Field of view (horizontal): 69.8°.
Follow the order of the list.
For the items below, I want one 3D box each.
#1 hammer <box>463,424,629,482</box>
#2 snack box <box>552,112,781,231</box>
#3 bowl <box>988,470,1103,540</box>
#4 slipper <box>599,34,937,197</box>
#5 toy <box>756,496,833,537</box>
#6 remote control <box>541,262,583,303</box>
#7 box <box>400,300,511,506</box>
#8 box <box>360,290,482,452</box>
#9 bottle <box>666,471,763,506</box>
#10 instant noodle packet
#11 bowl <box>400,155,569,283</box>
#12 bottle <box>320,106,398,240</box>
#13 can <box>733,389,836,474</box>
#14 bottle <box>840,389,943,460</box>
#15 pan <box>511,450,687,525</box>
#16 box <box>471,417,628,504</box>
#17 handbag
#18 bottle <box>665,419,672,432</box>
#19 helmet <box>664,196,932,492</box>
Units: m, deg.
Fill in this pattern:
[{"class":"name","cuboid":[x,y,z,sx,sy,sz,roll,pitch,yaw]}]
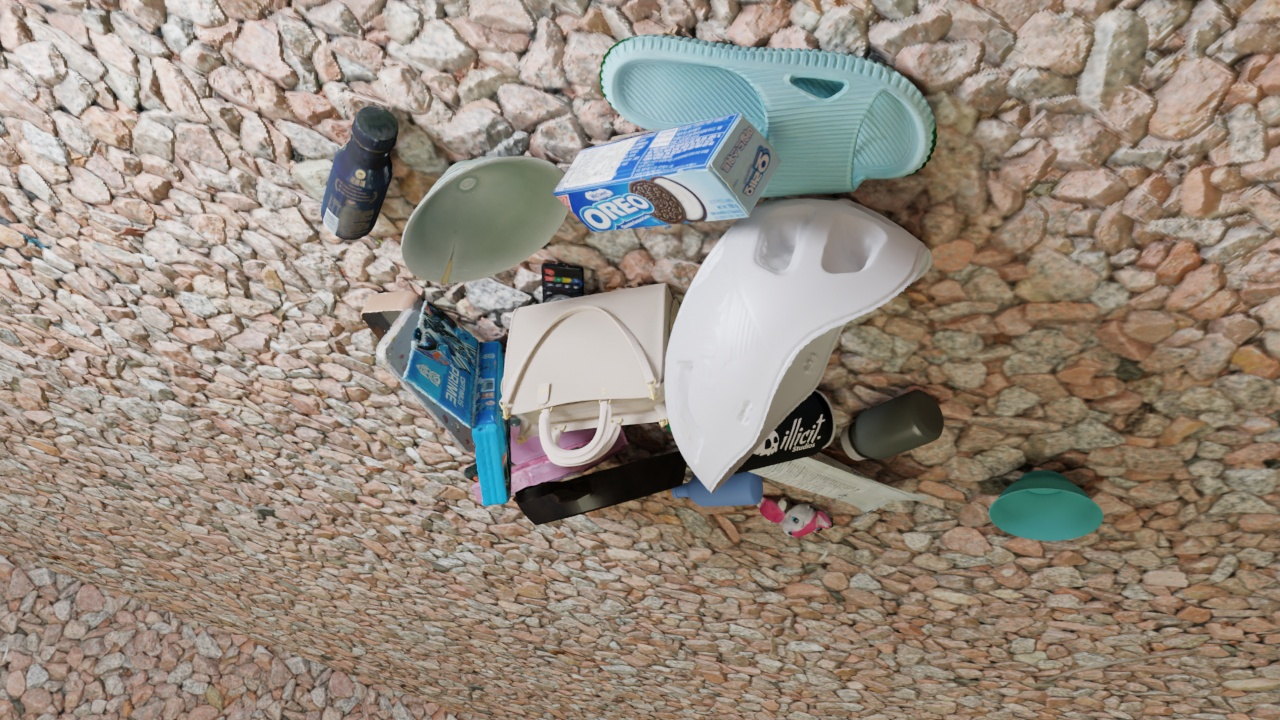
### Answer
[{"class":"hammer","cuboid":[-0.158,0.115,1.271,0.133,0.033,0.334,30,143,-21]},{"class":"snack box","cuboid":[0.014,-0.149,0.753,0.059,0.059,0.227,41,161,-31]},{"class":"bowl","cuboid":[0.474,0.163,1.077,0.121,0.046,0.121,10,144,7]},{"class":"slipper","cuboid":[0.097,-0.191,0.727,0.276,0.069,0.116,13,141,5]},{"class":"toy","cuboid":[0.208,0.221,1.261,0.102,0.050,0.066,20,149,3]},{"class":"remote control","cuboid":[-0.085,-0.055,1.019,0.045,0.021,0.141,6,140,1]},{"class":"box","cuboid":[-0.179,0.029,1.002,0.063,0.243,0.174,-26,113,3]},{"class":"box","cuboid":[-0.265,0.010,1.134,0.108,0.094,0.216,23,154,37]},{"class":"bottle","cuboid":[0.096,0.172,1.234,0.131,0.047,0.048,-8,139,29]},{"class":"instant noodle packet","cuboid":[0.206,0.132,1.139,0.269,0.057,0.147,21,162,-12]},{"class":"bowl","cuboid":[-0.157,-0.151,0.868,0.174,0.068,0.174,-24,158,-11]},{"class":"bottle","cuboid":[-0.271,-0.179,0.891,0.056,0.056,0.161,26,144,-14]},{"class":"can","cuboid":[0.136,0.076,1.008,0.145,0.080,0.080,-9,156,-29]},{"class":"bottle","cuboid":[0.279,0.076,1.024,0.060,0.060,0.109,33,141,-23]},{"class":"pan","cuboid":[-0.063,0.160,1.104,0.249,0.043,0.355,-18,172,15]},{"class":"box","cuboid":[-0.133,0.108,1.184,0.233,0.099,0.098,-23,92,45]},{"class":"handbag","cuboid":[-0.051,0.025,0.940,0.195,0.197,0.101,-8,136,15]},{"class":"bottle","cuboid":[0.072,0.018,1.017,0.068,0.067,0.210,18,144,-3]},{"class":"helmet","cuboid":[0.123,-0.011,0.812,0.184,0.223,0.283,27,115,23]}]
